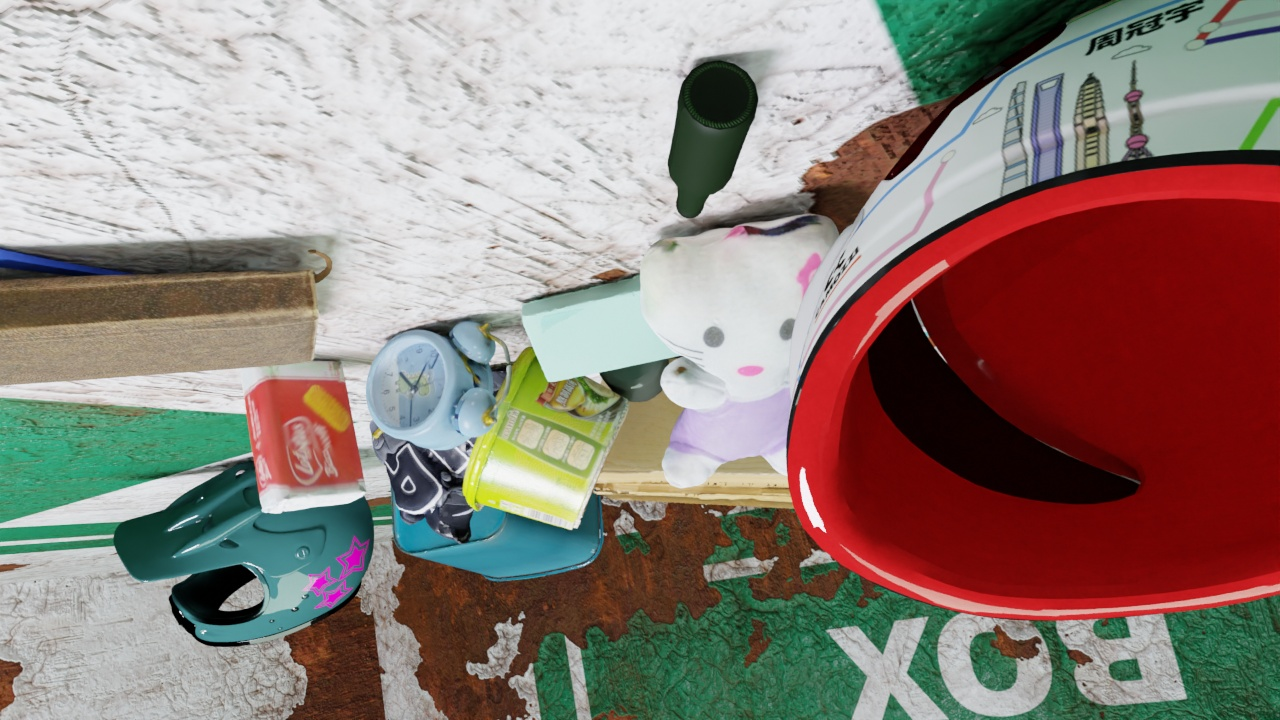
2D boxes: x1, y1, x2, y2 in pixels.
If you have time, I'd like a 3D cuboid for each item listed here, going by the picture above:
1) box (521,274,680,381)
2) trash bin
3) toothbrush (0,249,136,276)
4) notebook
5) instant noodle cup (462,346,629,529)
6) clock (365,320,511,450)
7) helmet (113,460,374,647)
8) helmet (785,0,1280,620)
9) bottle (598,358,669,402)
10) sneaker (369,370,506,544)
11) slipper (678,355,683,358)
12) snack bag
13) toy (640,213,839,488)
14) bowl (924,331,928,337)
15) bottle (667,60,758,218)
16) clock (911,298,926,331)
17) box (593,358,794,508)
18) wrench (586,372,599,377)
[{"bbox_3d":[0.015,-0.040,0.687,0.187,0.078,0.112,-11,-163,11],"label":"box"},{"bbox_3d":[-0.181,0.163,1.134,0.197,0.199,0.218,-14,161,18],"label":"trash bin"},{"bbox_3d":[-0.291,-0.047,0.443,0.017,0.011,0.186,-17,170,30],"label":"toothbrush"},{"bbox_3d":[-0.278,-0.020,0.480,0.215,0.034,0.190,-5,172,-23],"label":"notebook"},{"bbox_3d":[-0.074,0.068,0.757,0.098,0.146,0.146,22,167,1],"label":"instant noodle cup"},{"bbox_3d":[-0.147,0.018,0.683,0.125,0.088,0.051,-12,162,22],"label":"clock"},{"bbox_3d":[-0.466,0.221,1.115,0.274,0.201,0.176,-19,-142,-26],"label":"helmet"},{"bbox_3d":[0.224,-0.035,0.389,0.315,0.231,0.235,-23,-162,35],"label":"helmet"},{"bbox_3d":[-0.005,0.005,0.807,0.060,0.060,0.108,-11,168,3],"label":"bottle"},{"bbox_3d":[-0.169,0.100,0.899,0.253,0.150,0.097,-21,164,36],"label":"sneaker"},{"bbox_3d":[0.115,0.004,0.924,0.222,0.055,0.106,-17,165,28],"label":"slipper"},{"bbox_3d":[-0.256,0.055,0.699,0.036,0.115,0.076,-26,162,35],"label":"snack bag"},{"bbox_3d":[0.072,-0.006,0.610,0.138,0.085,0.210,-4,131,2],"label":"toy"},{"bbox_3d":[0.215,-0.045,0.794,0.121,0.046,0.121,-10,168,-2],"label":"bowl"},{"bbox_3d":[0.029,-0.094,0.428,0.033,0.033,0.123,-9,169,-5],"label":"bottle"},{"bbox_3d":[0.154,-0.018,0.707,0.061,0.119,0.160,-11,159,-22],"label":"clock"},{"bbox_3d":[0.076,0.068,0.849,0.250,0.128,0.092,-4,150,32],"label":"box"},{"bbox_3d":[-0.148,0.039,0.975,0.274,0.009,0.047,-18,166,34],"label":"wrench"}]
